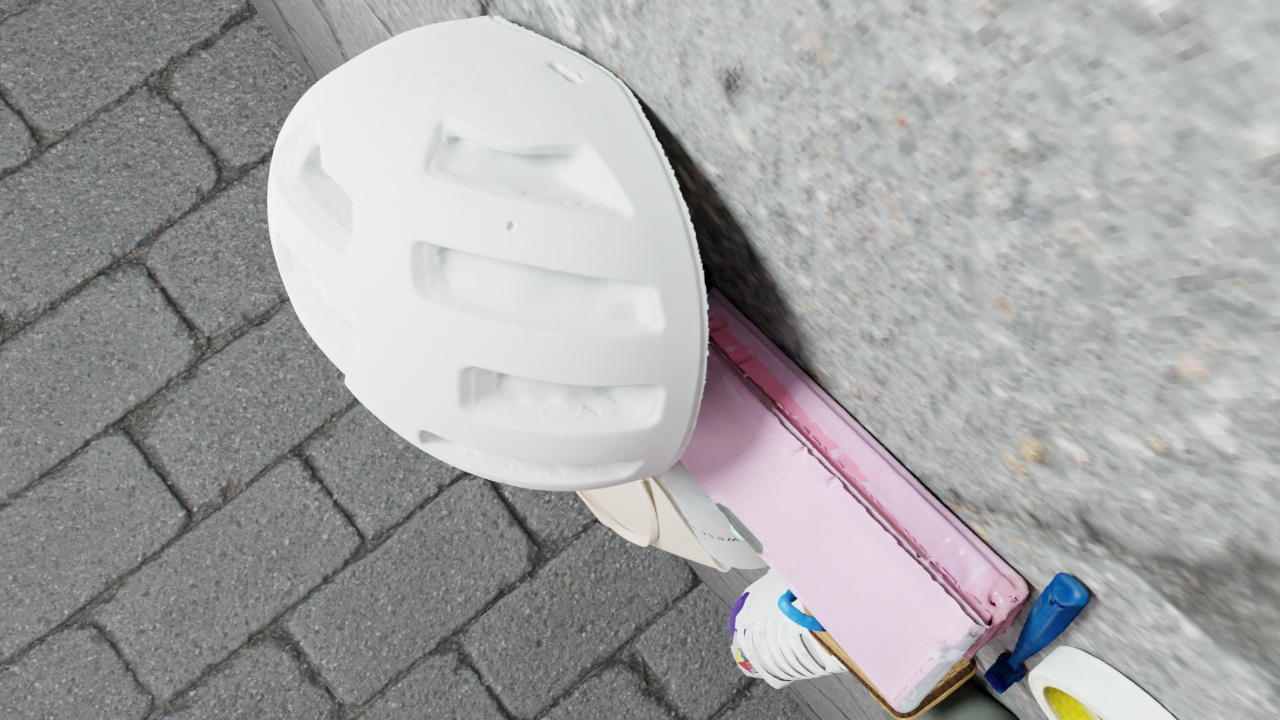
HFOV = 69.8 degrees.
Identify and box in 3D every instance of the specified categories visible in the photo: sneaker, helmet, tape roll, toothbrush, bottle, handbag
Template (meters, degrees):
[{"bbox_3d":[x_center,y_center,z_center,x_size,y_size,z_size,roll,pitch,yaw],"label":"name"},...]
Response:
[{"bbox_3d":[0.129,0.220,0.751,0.092,0.111,0.244,52,172,1],"label":"sneaker"},{"bbox_3d":[-0.076,-0.048,0.480,0.282,0.183,0.225,36,141,25],"label":"helmet"},{"bbox_3d":[0.212,0.167,0.397,0.094,0.019,0.094,50,172,9],"label":"tape roll"},{"bbox_3d":[0.180,0.132,0.427,0.016,0.017,0.190,47,170,29],"label":"toothbrush"},{"bbox_3d":[0.208,0.241,0.593,0.060,0.060,0.108,54,172,-16],"label":"bottle"},{"bbox_3d":[-0.012,0.089,0.829,0.195,0.101,0.198,8,146,53],"label":"handbag"}]

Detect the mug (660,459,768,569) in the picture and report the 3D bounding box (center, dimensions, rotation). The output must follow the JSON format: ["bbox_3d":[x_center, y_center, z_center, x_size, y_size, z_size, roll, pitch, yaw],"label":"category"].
[{"bbox_3d":[0.080,0.085,0.597,0.120,0.083,0.096,15,153,28],"label":"mug"}]

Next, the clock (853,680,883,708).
[{"bbox_3d":[0.239,0.311,0.787,0.123,0.042,0.087,50,172,26],"label":"clock"}]

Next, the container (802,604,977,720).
[{"bbox_3d":[0.150,0.164,0.590,0.061,0.063,0.114,64,168,-24],"label":"container"}]

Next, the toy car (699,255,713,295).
[{"bbox_3d":[0.001,-0.063,0.487,0.091,0.042,0.036,47,148,31],"label":"toy car"}]

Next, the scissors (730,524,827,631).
[{"bbox_3d":[0.103,0.113,0.534,0.109,0.018,0.130,48,-149,23],"label":"scissors"}]

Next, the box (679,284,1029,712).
[{"bbox_3d":[0.079,0.065,0.476,0.232,0.080,0.099,48,172,28],"label":"box"}]
